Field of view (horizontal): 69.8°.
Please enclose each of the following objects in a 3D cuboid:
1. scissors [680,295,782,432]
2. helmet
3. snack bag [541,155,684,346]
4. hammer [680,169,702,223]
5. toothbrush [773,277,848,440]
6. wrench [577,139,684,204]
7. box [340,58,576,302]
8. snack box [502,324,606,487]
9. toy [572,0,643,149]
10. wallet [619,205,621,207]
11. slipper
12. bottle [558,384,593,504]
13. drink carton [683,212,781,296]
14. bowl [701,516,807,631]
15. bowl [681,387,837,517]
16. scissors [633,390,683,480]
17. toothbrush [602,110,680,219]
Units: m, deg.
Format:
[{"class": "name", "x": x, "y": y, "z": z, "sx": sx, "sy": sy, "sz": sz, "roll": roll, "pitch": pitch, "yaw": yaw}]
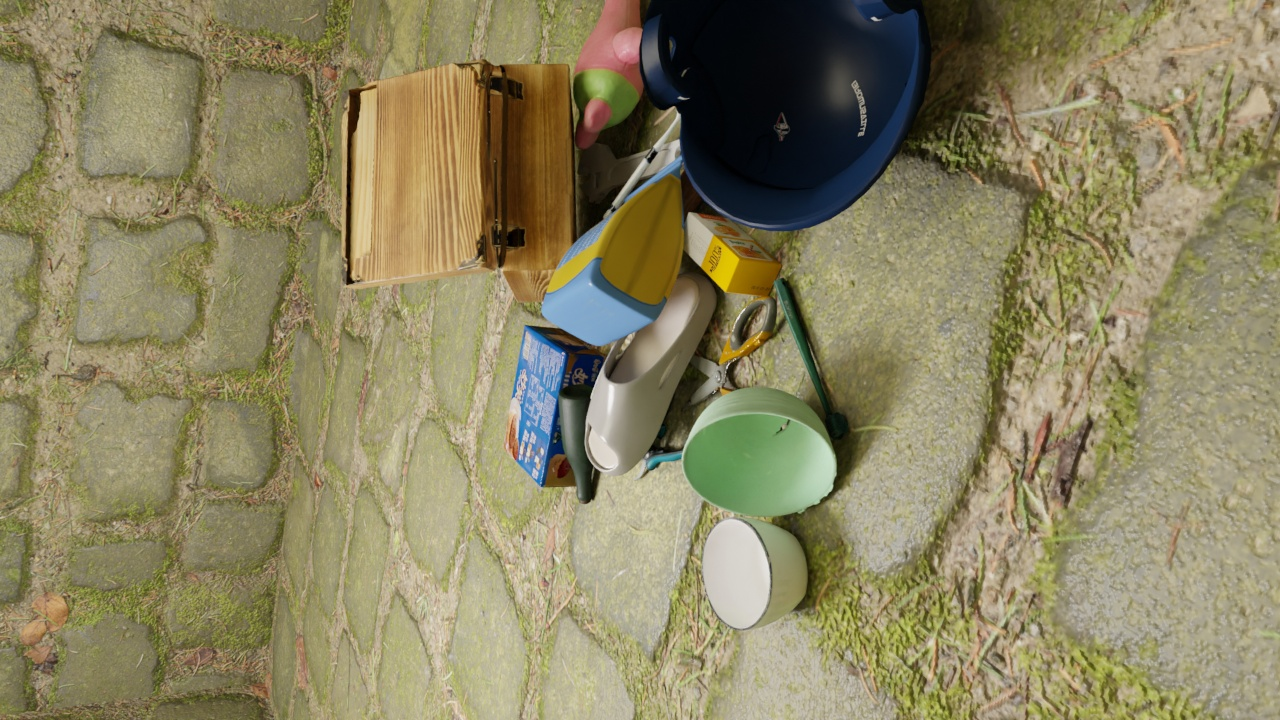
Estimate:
[{"class": "scissors", "x": 0.104, "y": 0.027, "z": 1.038, "sx": 0.226, "sy": 0.016, "sz": 0.216, "roll": -51, "pitch": 47, "yaw": 49}, {"class": "helmet", "x": 0.142, "y": -0.238, "z": 0.806, "sx": 0.233, "sy": 0.223, "sz": 0.271, "roll": -13, "pitch": 65, "yaw": 33}, {"class": "snack bag", "x": -0.018, "y": -0.135, "z": 1.083, "sx": 0.159, "sy": 0.102, "sz": 0.204, "roll": -22, "pitch": 43, "yaw": 61}, {"class": "hammer", "x": 0.047, "y": -0.180, "z": 1.129, "sx": 0.302, "sy": 0.037, "sz": 0.157, "roll": -54, "pitch": 45, "yaw": 42}, {"class": "toothbrush", "x": 0.172, "y": -0.006, "z": 0.932, "sx": 0.017, "sy": 0.016, "sz": 0.189, "roll": -50, "pitch": 47, "yaw": 47}, {"class": "wrench", "x": -0.012, "y": -0.272, "z": 1.253, "sx": 0.274, "sy": 0.018, "sz": 0.086, "roll": 0, "pitch": 85, "yaw": 57}, {"class": "box", "x": -0.244, "y": -0.234, "z": 1.235, "sx": 0.284, "sy": 0.323, "sz": 0.279, "roll": 123, "pitch": 147, "yaw": -82}, {"class": "snack box", "x": -0.132, "y": 0.065, "z": 1.365, "sx": 0.155, "sy": 0.069, "sz": 0.203, "roll": 31, "pitch": 113, "yaw": 55}, {"class": "toy", "x": -0.038, "y": -0.406, "z": 1.240, "sx": 0.192, "sy": 0.096, "sz": 0.236, "roll": 173, "pitch": 109, "yaw": -71}, {"class": "wallet", "x": -0.042, "y": -0.137, "z": 1.218, "sx": 0.116, "sy": 0.018, "sz": 0.091, "roll": -52, "pitch": 45, "yaw": 41}, {"class": "slipper", "x": -0.007, "y": 0.006, "z": 1.092, "sx": 0.113, "sy": 0.080, "sz": 0.266, "roll": 35, "pitch": 97, "yaw": 43}, {"class": "bottle", "x": -0.082, "y": 0.122, "z": 1.286, "sx": 0.055, "sy": 0.055, "sz": 0.174, "roll": 32, "pitch": 130, "yaw": 55}, {"class": "drink carton", "x": 0.096, "y": -0.121, "z": 1.024, "sx": 0.122, "sy": 0.058, "sz": 0.040, "roll": 53, "pitch": 130, "yaw": 46}, {"class": "bowl", "x": 0.121, "y": 0.218, "z": 0.947, "sx": 0.117, "sy": 0.065, "sz": 0.116, "roll": -9, "pitch": 80, "yaw": 58}, {"class": "bowl", "x": 0.118, "y": 0.081, "z": 0.912, "sx": 0.151, "sy": 0.151, "sz": 0.076, "roll": -55, "pitch": 16, "yaw": 40}, {"class": "scissors", "x": 0.025, "y": 0.107, "z": 1.157, "sx": 0.124, "sy": 0.019, "sz": 0.154, "roll": 48, "pitch": 129, "yaw": 51}, {"class": "toothbrush", "x": 0.008, "y": -0.255, "z": 1.175, "sx": 0.187, "sy": 0.012, "sz": 0.017, "roll": -53, "pitch": 27, "yaw": 18}]
